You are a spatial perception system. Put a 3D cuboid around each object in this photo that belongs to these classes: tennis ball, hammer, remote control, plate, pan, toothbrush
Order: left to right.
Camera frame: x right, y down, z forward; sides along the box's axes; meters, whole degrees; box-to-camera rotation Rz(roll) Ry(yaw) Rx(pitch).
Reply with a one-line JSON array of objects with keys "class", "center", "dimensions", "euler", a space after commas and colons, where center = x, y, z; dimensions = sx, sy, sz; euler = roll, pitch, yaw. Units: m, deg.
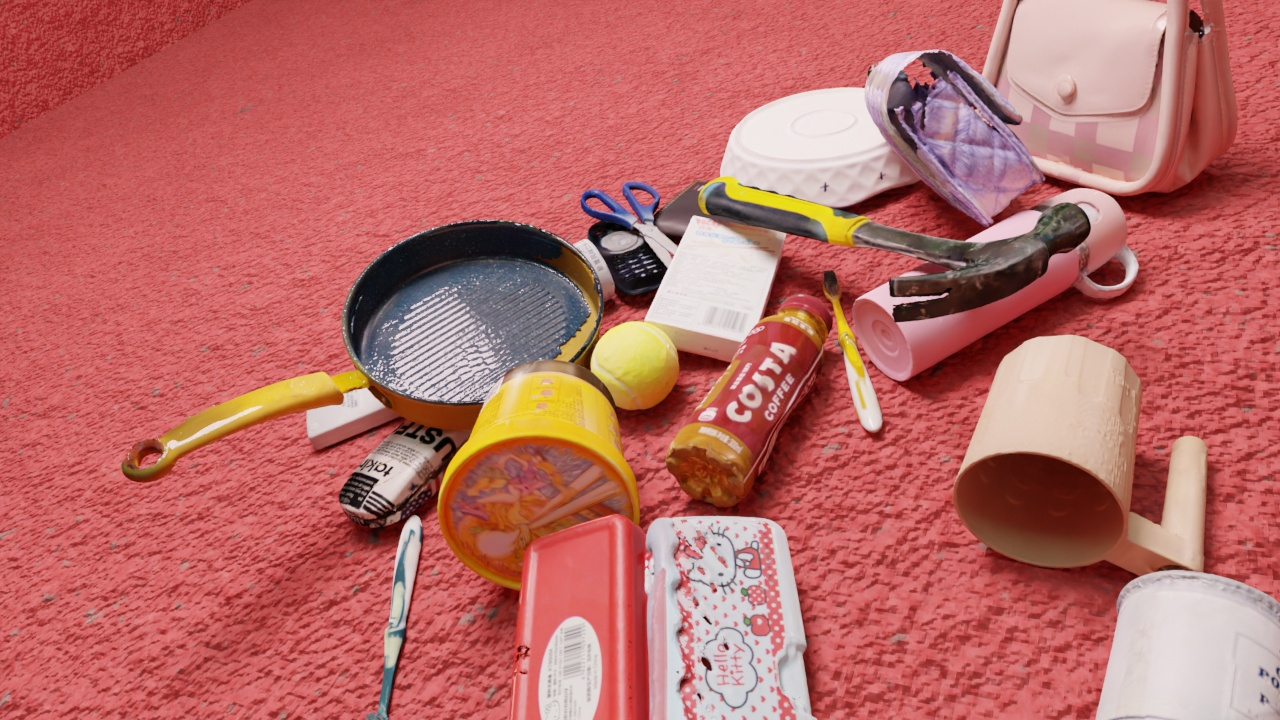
[{"class": "pan", "center": [-0.184, -0.002, 0.660], "dimensions": [0.356, 0.078, 0.198], "euler": [-36, 57, -27]}, {"class": "remote control", "center": [-0.215, 0.030, 0.776], "dimensions": [0.135, 0.019, 0.056], "euler": [-23, 35, -6]}, {"class": "toothbrush", "center": [-0.154, 0.164, 0.572], "dimensions": [0.016, 0.018, 0.191], "euler": [-15, 36, 5]}, {"class": "remote control", "center": [-0.011, -0.093, 0.843], "dimensions": [0.053, 0.024, 0.136], "euler": [-21, 39, -8]}, {"class": "tennis ball", "center": [-0.004, 0.004, 0.677], "dimensions": [0.065, 0.065, 0.065], "euler": [-12, 36, 9]}, {"class": "plate", "center": [0.178, -0.212, 0.890], "dimensions": [0.205, 0.046, 0.204], "euler": [-8, 35, 6]}, {"class": "hammer", "center": [0.146, -0.098, 0.677], "dimensions": [0.126, 0.032, 0.323], "euler": [-32, 31, -21]}, {"class": "toothbrush", "center": [0.152, -0.013, 0.671], "dimensions": [0.016, 0.018, 0.191], "euler": [-13, 36, 10]}]

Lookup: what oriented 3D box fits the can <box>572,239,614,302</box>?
[{"class": "can", "center": [-0.098, -0.050, 0.797], "dimensions": [0.146, 0.058, 0.058], "euler": [-27, 36, -13]}]

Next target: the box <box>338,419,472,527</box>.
[{"class": "box", "center": [-0.157, 0.059, 0.688], "dimensions": [0.069, 0.052, 0.163], "euler": [-7, 33, 45]}]

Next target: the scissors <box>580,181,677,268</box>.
[{"class": "scissors", "center": [0.013, -0.126, 0.852], "dimensions": [0.173, 0.012, 0.132], "euler": [25, 43, 26]}]

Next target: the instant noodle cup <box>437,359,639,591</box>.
[{"class": "instant noodle cup", "center": [-0.061, 0.065, 0.584], "dimensions": [0.118, 0.118, 0.114], "euler": [-14, 28, 6]}]

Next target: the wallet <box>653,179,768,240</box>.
[{"class": "wallet", "center": [0.080, -0.139, 0.873], "dimensions": [0.122, 0.020, 0.096], "euler": [15, 47, 35]}]

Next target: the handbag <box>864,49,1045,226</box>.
[{"class": "handbag", "center": [0.238, -0.182, 0.717], "dimensions": [0.076, 0.134, 0.193], "euler": [-43, 8, 17]}]

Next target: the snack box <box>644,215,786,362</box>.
[{"class": "snack box", "center": [0.064, -0.062, 0.749], "dimensions": [0.085, 0.027, 0.156], "euler": [12, 42, 11]}]

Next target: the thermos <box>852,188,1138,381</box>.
[{"class": "thermos", "center": [0.254, -0.050, 0.644], "dimensions": [0.198, 0.067, 0.087], "euler": [-26, 67, -13]}]

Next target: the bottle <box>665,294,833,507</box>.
[{"class": "bottle", "center": [0.082, 0.020, 0.624], "dimensions": [0.057, 0.057, 0.174], "euler": [9, 43, 33]}]

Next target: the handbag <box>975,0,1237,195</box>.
[{"class": "handbag", "center": [0.359, -0.257, 0.718], "dimensions": [0.093, 0.234, 0.193], "euler": [-26, 36, -14]}]

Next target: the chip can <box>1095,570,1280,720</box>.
[{"class": "chip can", "center": [0.198, 0.183, 0.343], "dimensions": [0.071, 0.071, 0.214], "euler": [9, 44, 33]}]

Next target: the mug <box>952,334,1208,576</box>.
[{"class": "mug", "center": [0.243, 0.055, 0.497], "dimensions": [0.125, 0.084, 0.103], "euler": [25, 48, 13]}]

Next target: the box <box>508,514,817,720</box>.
[{"class": "box", "center": [0.008, 0.165, 0.458], "dimensions": [0.161, 0.058, 0.200], "euler": [-10, 44, 9]}]
